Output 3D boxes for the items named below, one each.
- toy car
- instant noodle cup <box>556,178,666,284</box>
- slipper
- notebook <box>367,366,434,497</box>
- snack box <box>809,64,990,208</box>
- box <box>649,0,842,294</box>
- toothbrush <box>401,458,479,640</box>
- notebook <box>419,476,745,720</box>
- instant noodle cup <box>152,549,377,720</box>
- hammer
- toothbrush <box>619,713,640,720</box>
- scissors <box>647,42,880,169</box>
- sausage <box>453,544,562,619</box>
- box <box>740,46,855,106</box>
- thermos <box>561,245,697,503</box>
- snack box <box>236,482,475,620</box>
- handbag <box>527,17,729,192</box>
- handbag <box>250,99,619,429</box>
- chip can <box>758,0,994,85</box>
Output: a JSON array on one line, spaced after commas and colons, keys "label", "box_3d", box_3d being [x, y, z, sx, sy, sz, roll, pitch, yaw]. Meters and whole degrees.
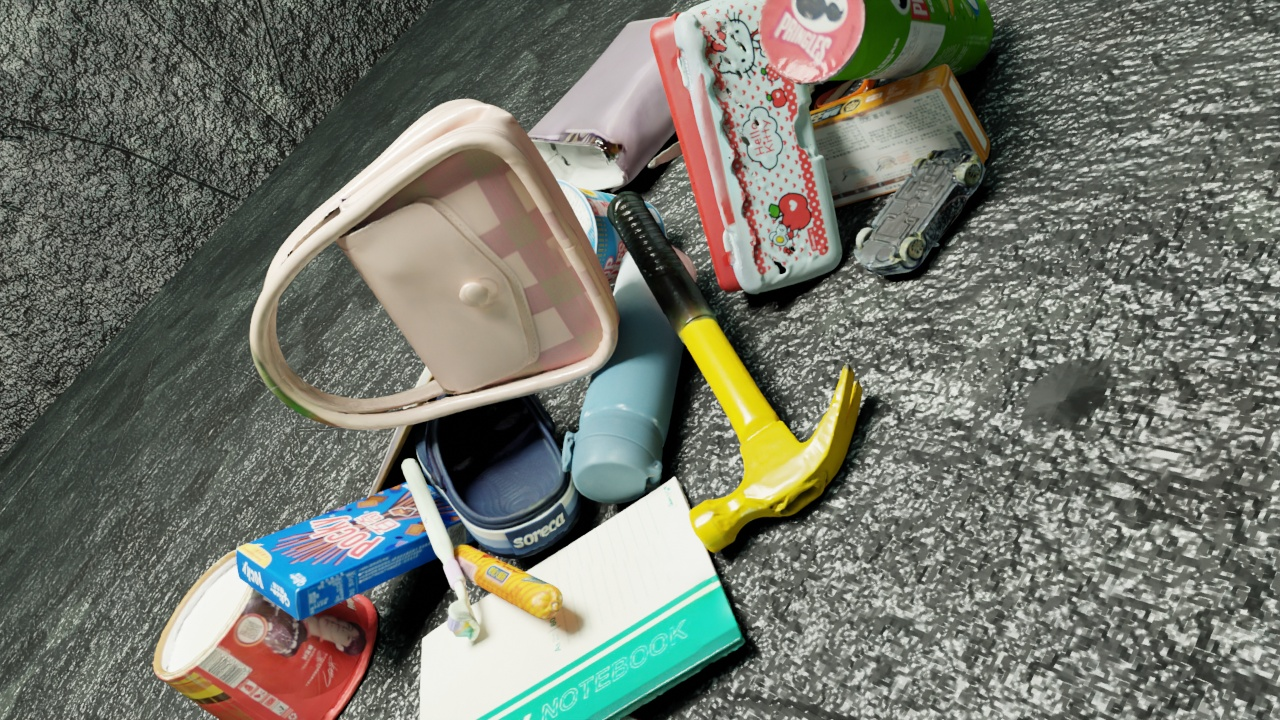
[{"label": "toy car", "box_3d": [0.187, -0.097, 0.614, 0.105, 0.031, 0.049, -51, 32, -6]}, {"label": "instant noodle cup", "box_3d": [-0.037, -0.104, 0.785, 0.099, 0.109, 0.099, 7, 101, 40]}, {"label": "slipper", "box_3d": [-0.123, 0.057, 0.702, 0.105, 0.095, 0.253, -24, 30, -12]}, {"label": "notebook", "box_3d": [-0.199, 0.039, 0.816, 0.207, 0.010, 0.145, -52, 15, 50]}, {"label": "snack box", "box_3d": [0.164, -0.155, 0.667, 0.154, 0.075, 0.026, -10, 46, 42]}, {"label": "box", "box_3d": [0.082, -0.153, 0.651, 0.100, 0.201, 0.095, -12, 17, 17]}, {"label": "toothbrush", "box_3d": [-0.147, 0.125, 0.652, 0.020, 0.029, 0.189, -30, 37, -8]}, {"label": "notebook", "box_3d": [-0.047, 0.170, 0.553, 0.209, 0.012, 0.150, -33, 29, 6]}, {"label": "instant noodle cup", "box_3d": [-0.289, 0.216, 0.704, 0.138, 0.108, 0.137, -29, 34, 22]}, {"label": "hammer", "box_3d": [0.041, -0.020, 0.619, 0.129, 0.033, 0.300, -34, 49, 7]}, {"label": "toothbrush", "box_3d": [-0.045, 0.192, 0.548, 0.188, 0.016, 0.017, 6, 46, 52]}, {"label": "scissors", "box_3d": [0.106, -0.216, 0.734, 0.233, 0.221, 0.021, -24, 50, -16]}, {"label": "sausage", "box_3d": [-0.091, 0.143, 0.599, 0.165, 0.021, 0.021, 1, 52, 57]}, {"label": "box", "box_3d": [0.170, -0.310, 0.830, 0.168, 0.077, 0.091, -47, 44, -7]}, {"label": "thermos", "box_3d": [-0.004, 0.004, 0.676, 0.070, 0.070, 0.219, -21, 37, 32]}, {"label": "snack box", "box_3d": [-0.205, 0.135, 0.681, 0.085, 0.026, 0.156, 15, 23, 38]}, {"label": "handbag", "box_3d": [-0.008, -0.272, 0.980, 0.196, 0.098, 0.145, -53, 31, -18]}, {"label": "handbag", "box_3d": [-0.146, -0.042, 0.620, 0.234, 0.193, 0.093, -29, 33, -1]}, {"label": "chip can", "box_3d": [0.172, -0.229, 0.634, 0.072, 0.072, 0.235, -11, 7, 41]}]
